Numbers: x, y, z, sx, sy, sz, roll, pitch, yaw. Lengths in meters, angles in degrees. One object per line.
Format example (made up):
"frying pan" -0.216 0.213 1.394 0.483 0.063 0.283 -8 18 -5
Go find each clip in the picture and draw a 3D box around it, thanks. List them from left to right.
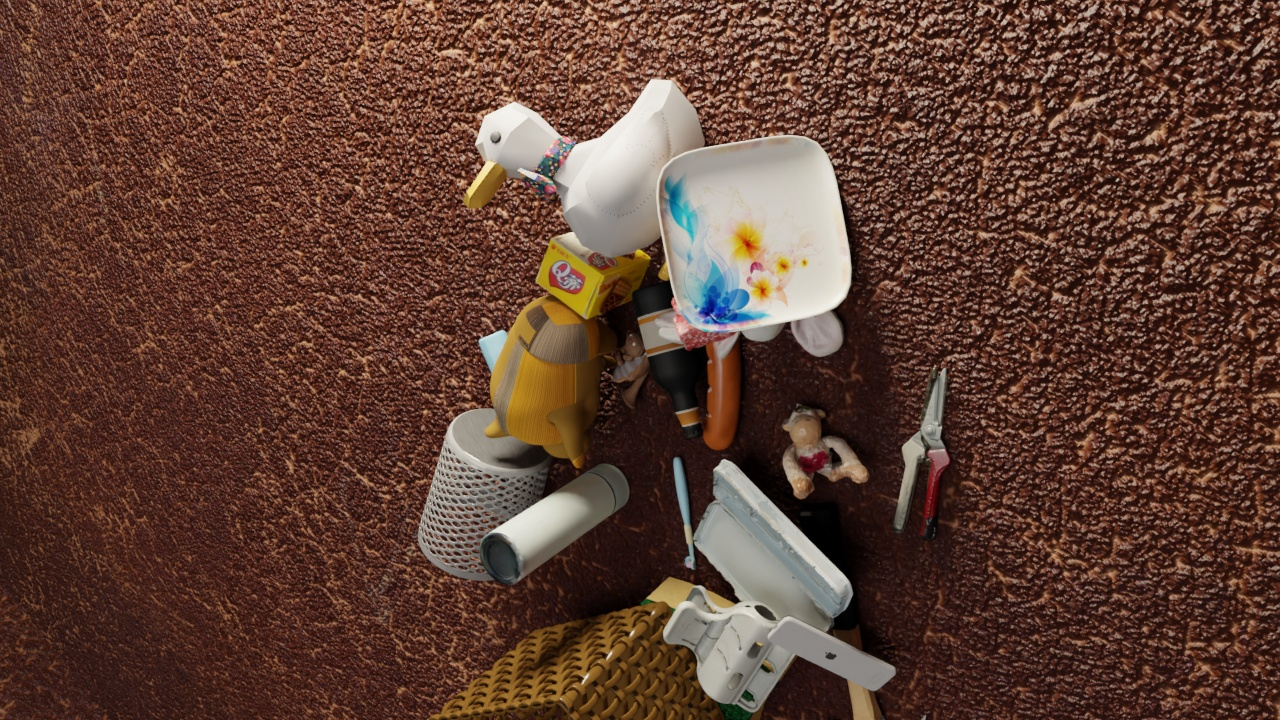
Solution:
"clip" 0.101 0.331 1.073 0.144 0.074 0.125 32 107 10

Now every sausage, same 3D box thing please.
"sausage" 0.094 0.028 1.063 0.044 0.039 0.164 15 115 37

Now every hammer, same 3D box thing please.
"hammer" 0.243 0.323 1.075 0.131 0.039 0.328 -9 102 35

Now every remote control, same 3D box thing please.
"remote control" 0.214 0.329 1.028 0.146 0.008 0.045 28 123 -8

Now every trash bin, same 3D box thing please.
"trash bin" -0.209 0.178 1.254 0.156 0.156 0.184 30 119 22

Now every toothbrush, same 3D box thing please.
"toothbrush" 0.056 0.194 1.166 0.022 0.016 0.155 -147 47 -66

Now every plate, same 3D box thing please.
"plate" 0.114 -0.127 0.930 0.187 0.016 0.187 -11 91 -6

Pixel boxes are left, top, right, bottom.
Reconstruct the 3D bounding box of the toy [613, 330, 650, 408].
"toy" -0.007 0.007 1.118 0.102 0.054 0.041 -58 33 28

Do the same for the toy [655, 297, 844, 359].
"toy" 0.111 -0.057 0.983 0.194 0.084 0.159 -20 95 12

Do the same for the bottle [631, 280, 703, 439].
"bottle" 0.040 0.001 1.061 0.059 0.059 0.181 -15 89 37

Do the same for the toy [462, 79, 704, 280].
"toy" -0.040 -0.201 0.989 0.267 0.141 0.246 41 89 -3

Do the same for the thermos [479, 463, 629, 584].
"thermos" -0.100 0.197 1.137 0.068 0.229 0.068 12 112 31

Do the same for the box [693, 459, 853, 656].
"box" 0.150 0.230 1.068 0.210 0.061 0.193 44 151 28

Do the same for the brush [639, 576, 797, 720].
"brush" 0.077 0.430 1.201 0.195 0.075 0.251 26 120 24

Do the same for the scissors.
"scissors" 0.305 0.104 0.964 0.146 0.015 0.188 46 126 13

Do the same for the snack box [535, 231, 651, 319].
"snack box" -0.055 -0.106 1.072 0.083 0.105 0.061 36 123 18

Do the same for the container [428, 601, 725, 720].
"container" -0.066 0.461 1.125 0.252 0.213 0.219 -25 92 38

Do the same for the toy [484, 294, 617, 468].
"toy" -0.103 0.008 1.121 0.198 0.162 0.204 52 142 35

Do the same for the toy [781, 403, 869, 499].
"toy" 0.195 0.094 1.009 0.085 0.074 0.106 -16 75 6

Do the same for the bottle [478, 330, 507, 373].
"bottle" -0.177 0.025 1.244 0.040 0.040 0.130 -19 96 37
